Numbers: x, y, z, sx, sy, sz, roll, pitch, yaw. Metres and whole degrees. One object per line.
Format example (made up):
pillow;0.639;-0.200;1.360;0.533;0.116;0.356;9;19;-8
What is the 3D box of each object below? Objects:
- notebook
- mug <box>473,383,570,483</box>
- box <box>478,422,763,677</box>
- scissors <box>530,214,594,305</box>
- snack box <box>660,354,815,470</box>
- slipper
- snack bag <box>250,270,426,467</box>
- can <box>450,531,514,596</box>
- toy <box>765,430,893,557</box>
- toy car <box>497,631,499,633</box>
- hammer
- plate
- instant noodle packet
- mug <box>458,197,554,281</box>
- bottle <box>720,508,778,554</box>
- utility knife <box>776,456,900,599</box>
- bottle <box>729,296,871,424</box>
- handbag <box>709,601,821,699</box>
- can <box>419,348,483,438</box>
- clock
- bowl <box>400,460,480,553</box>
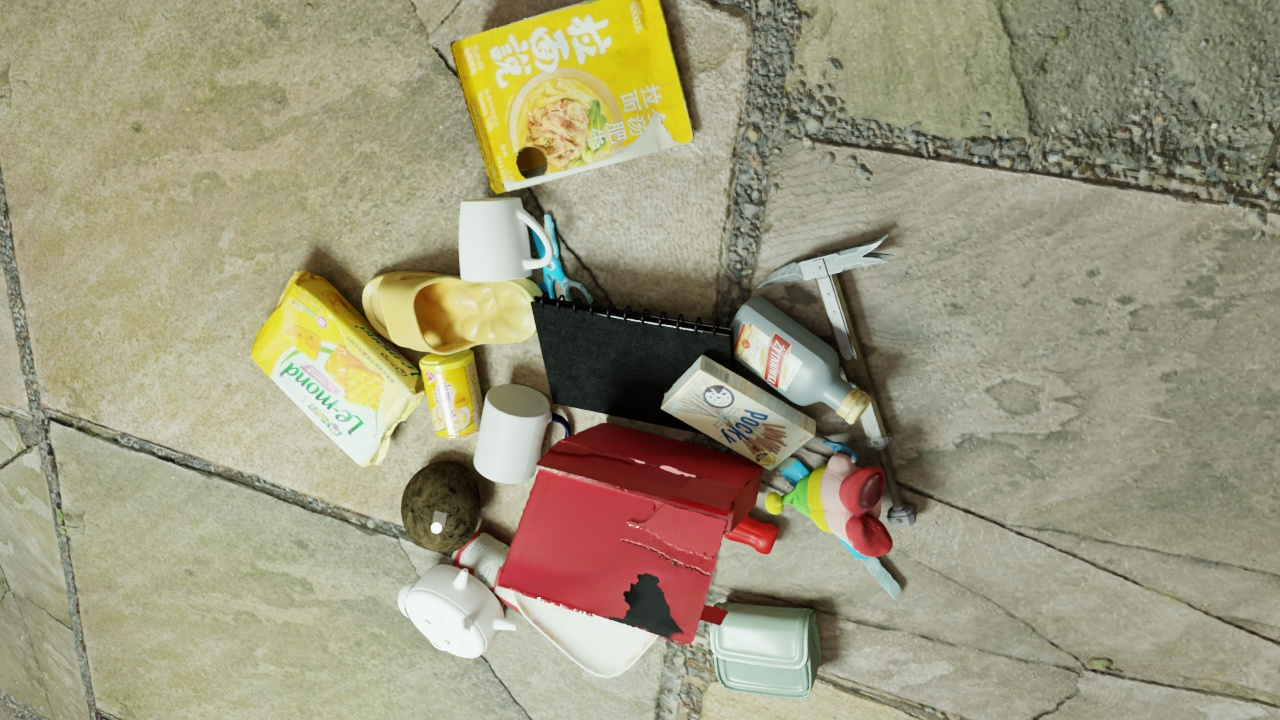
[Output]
notebook;-0.006;0.006;1.035;0.232;0.019;0.169;10;135;19
mug;-0.143;0.092;1.133;0.112;0.078;0.097;10;116;-11
box;-0.007;0.159;0.960;0.211;0.314;0.124;12;123;17
scissors;-0.112;-0.105;1.073;0.090;0.014;0.141;-16;105;29
snack box;0.106;0.059;0.997;0.150;0.026;0.082;30;133;-12
slipper;-0.240;-0.054;1.110;0.264;0.078;0.099;0;113;25
snack bag;-0.394;0.006;1.204;0.247;0.068;0.160;45;121;2
can;-0.167;0.291;1.219;0.170;0.067;0.067;28;118;11
toy;0.201;0.144;0.988;0.096;0.131;0.124;-18;104;-18
toy car;-0.214;0.346;1.279;0.048;0.040;0.113;26;135;12
hammer;0.233;0.036;0.973;0.147;0.028;0.317;-12;105;34
plate;-0.049;0.285;1.157;0.187;0.016;0.187;40;94;4
instant noodle packet;-0.067;-0.281;0.955;0.222;0.084;0.163;-10;108;19
mug;-0.151;-0.138;1.038;0.114;0.080;0.088;3;104;20
bottle;0.102;0.191;1.083;0.119;0.036;0.036;20;116;15
utility knife;0.226;0.188;1.041;0.031;0.015;0.209;-39;88;31
bottle;0.166;0.005;0.958;0.161;0.046;0.072;38;133;19
handbag;0.149;0.346;1.106;0.122;0.067;0.106;-1;108;23
can;-0.234;0.040;1.150;0.068;0.067;0.105;0;110;23
clock;-0.251;0.337;1.210;0.161;0.072;0.125;-23;111;44
bowl;-0.272;0.191;1.200;0.121;0.056;0.121;-7;78;33
